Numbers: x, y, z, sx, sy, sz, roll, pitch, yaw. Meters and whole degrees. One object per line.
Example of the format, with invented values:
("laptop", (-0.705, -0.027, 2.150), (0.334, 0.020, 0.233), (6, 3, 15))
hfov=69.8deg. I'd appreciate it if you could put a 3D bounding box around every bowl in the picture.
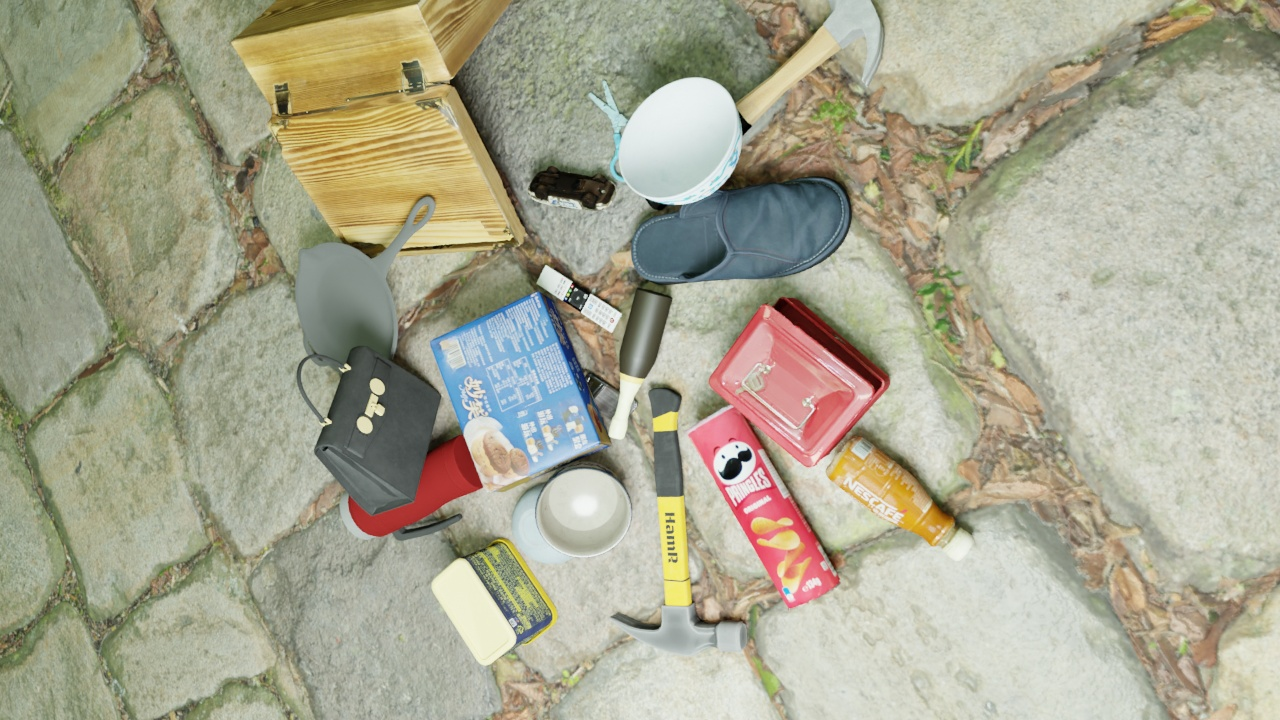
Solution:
("bowl", (0.056, -0.229, 1.013), (0.144, 0.074, 0.143), (-11, 67, 29))
("bowl", (-0.070, 0.175, 1.117), (0.115, 0.059, 0.115), (-1, 104, -4))
("bowl", (-0.123, 0.212, 1.177), (0.106, 0.039, 0.106), (1, 93, 24))

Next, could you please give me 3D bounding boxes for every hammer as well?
("hammer", (0.034, 0.195, 1.115), (0.170, 0.034, 0.324), (-4, 89, 25))
("hammer", (0.129, -0.291, 1.048), (0.329, 0.039, 0.131), (-38, 79, 21))

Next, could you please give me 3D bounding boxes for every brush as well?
("brush", (-0.071, 0.032, 1.161), (0.151, 0.012, 0.039), (32, 102, 18))

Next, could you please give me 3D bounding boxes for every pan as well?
("pan", (-0.365, -0.105, 1.241), (0.356, 0.024, 0.216), (-41, 84, 34))

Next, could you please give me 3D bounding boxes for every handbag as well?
("handbag", (-0.355, 0.063, 1.150), (0.072, 0.196, 0.175), (-20, 42, 23))

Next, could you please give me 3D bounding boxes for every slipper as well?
("slipper", (0.103, -0.144, 1.040), (0.266, 0.083, 0.109), (-8, 87, 22))

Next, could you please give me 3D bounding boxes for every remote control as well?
("remote control", (-0.077, -0.079, 1.159), (0.124, 0.011, 0.028), (33, 105, 19))

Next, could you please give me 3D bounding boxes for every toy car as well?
("toy car", (-0.084, -0.208, 1.141), (0.113, 0.041, 0.048), (13, 57, 17))

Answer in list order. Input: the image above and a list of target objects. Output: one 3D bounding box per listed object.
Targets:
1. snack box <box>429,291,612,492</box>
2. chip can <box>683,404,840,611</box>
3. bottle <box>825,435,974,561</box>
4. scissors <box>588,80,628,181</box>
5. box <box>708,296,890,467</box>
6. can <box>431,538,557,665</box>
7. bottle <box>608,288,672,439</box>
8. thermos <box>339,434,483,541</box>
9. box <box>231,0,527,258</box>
("snack box", (-0.147, 0.041, 1.131), (0.155, 0.069, 0.202), (-24, 79, 6))
("chip can", (0.139, 0.164, 1.044), (0.073, 0.073, 0.233), (-34, 80, 21))
("bottle", (0.281, 0.151, 0.988), (0.167, 0.059, 0.059), (38, 106, 14))
("scissors", (-0.030, -0.279, 1.134), (0.142, 0.015, 0.095), (46, 109, 22))
("box", (0.177, 0.021, 1.017), (0.157, 0.097, 0.130), (42, 112, 13))
("can", (-0.187, 0.307, 1.174), (0.075, 0.104, 0.135), (-42, 76, 19))
("bottle", (-0.007, 0.006, 1.111), (0.045, 0.045, 0.184), (18, 98, 22))
("thermos", (-0.298, 0.182, 1.232), (0.199, 0.083, 0.108), (-26, 99, 20))
("box", (-0.296, -0.325, 1.190), (0.280, 0.285, 0.337), (1, 134, 22))
